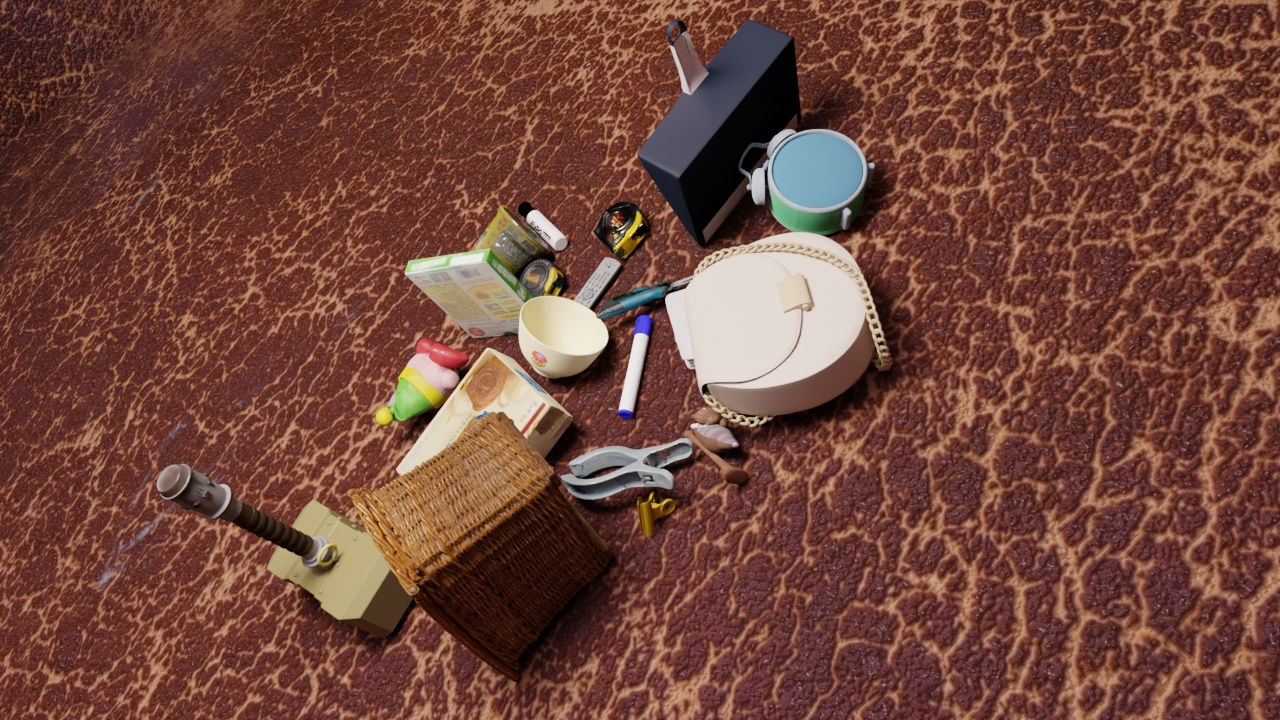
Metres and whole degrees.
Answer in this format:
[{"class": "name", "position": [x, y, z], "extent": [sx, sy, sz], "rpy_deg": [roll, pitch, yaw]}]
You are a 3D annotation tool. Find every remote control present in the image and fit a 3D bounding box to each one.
[{"class": "remote control", "position": [-0.074, -0.085, 1.267], "extent": [0.033, 0.013, 0.136], "rpy_deg": [27, 75, 37]}]

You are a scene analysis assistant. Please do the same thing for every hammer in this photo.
[{"class": "hammer", "position": [-0.419, 0.201, 1.065], "extent": [0.190, 0.325, 0.100], "rpy_deg": [18, 70, 35]}]

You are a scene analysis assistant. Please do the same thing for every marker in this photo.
[{"class": "marker", "position": [-0.007, 0.007, 1.169], "extent": [0.020, 0.020, 0.141], "rpy_deg": [-3, 59, 26]}, {"class": "marker", "position": [-0.149, -0.204, 1.378], "extent": [0.025, 0.025, 0.126], "rpy_deg": [-42, 50, -2]}]

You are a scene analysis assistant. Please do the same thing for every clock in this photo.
[{"class": "clock", "position": [0.203, -0.229, 1.156], "extent": [0.162, 0.075, 0.121], "rpy_deg": [24, 73, 16]}]

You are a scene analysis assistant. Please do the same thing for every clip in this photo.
[{"class": "clip", "position": [-0.024, 0.136, 1.057], "extent": [0.164, 0.028, 0.107], "rpy_deg": [-14, 27, 28]}, {"class": "clip", "position": [0.011, 0.169, 1.045], "extent": [0.046, 0.053, 0.035], "rpy_deg": [-31, 38, -34]}]

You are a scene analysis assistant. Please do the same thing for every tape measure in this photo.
[{"class": "tape measure", "position": [-0.140, -0.111, 1.307], "extent": [0.067, 0.038, 0.062], "rpy_deg": [23, 81, 40]}, {"class": "tape measure", "position": [-0.025, -0.186, 1.290], "extent": [0.072, 0.042, 0.071], "rpy_deg": [-45, 48, 1]}]

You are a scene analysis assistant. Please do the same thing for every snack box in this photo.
[{"class": "snack box", "position": [-0.216, -0.087, 1.245], "extent": [0.132, 0.168, 0.027], "rpy_deg": [-5, 58, 25]}, {"class": "snack box", "position": [-0.200, 0.107, 1.165], "extent": [0.153, 0.055, 0.207], "rpy_deg": [39, 93, 40]}]

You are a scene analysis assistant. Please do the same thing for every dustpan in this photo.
[{"class": "dustpan", "position": [0.094, -0.312, 1.148], "extent": [0.080, 0.273, 0.236], "rpy_deg": [34, 79, 23]}]

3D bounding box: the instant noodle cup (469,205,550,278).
[{"class": "instant noodle cup", "position": [-0.201, -0.155, 1.338], "extent": [0.108, 0.102, 0.102], "rpy_deg": [-45, 50, 6]}]

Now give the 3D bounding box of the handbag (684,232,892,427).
[{"class": "handbag", "position": [0.161, -0.040, 1.051], "extent": [0.209, 0.103, 0.210], "rpy_deg": [-18, 51, 14]}]

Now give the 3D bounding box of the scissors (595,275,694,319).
[{"class": "scissors", "position": [0.004, -0.086, 1.210], "extent": [0.122, 0.019, 0.149], "rpy_deg": [-35, 20, -35]}]

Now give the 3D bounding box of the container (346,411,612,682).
[{"class": "container", "position": [-0.157, 0.193, 0.995], "extent": [0.183, 0.250, 0.162], "rpy_deg": [-39, 50, -10]}]

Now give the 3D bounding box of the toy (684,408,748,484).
[{"class": "toy", "position": [0.089, 0.092, 1.049], "extent": [0.102, 0.041, 0.055], "rpy_deg": [40, 106, 48]}]

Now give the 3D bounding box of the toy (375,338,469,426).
[{"class": "toy", "position": [-0.312, 0.032, 1.276], "extent": [0.124, 0.096, 0.131], "rpy_deg": [22, 91, 43]}]

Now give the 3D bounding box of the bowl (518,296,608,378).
[{"class": "bowl", "position": [-0.110, -0.019, 1.199], "extent": [0.118, 0.117, 0.074], "rpy_deg": [61, 139, 40]}]

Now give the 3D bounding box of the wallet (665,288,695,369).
[{"class": "wallet", "position": [0.081, -0.044, 1.151], "extent": [0.086, 0.032, 0.116], "rpy_deg": [-14, 52, 6]}]
